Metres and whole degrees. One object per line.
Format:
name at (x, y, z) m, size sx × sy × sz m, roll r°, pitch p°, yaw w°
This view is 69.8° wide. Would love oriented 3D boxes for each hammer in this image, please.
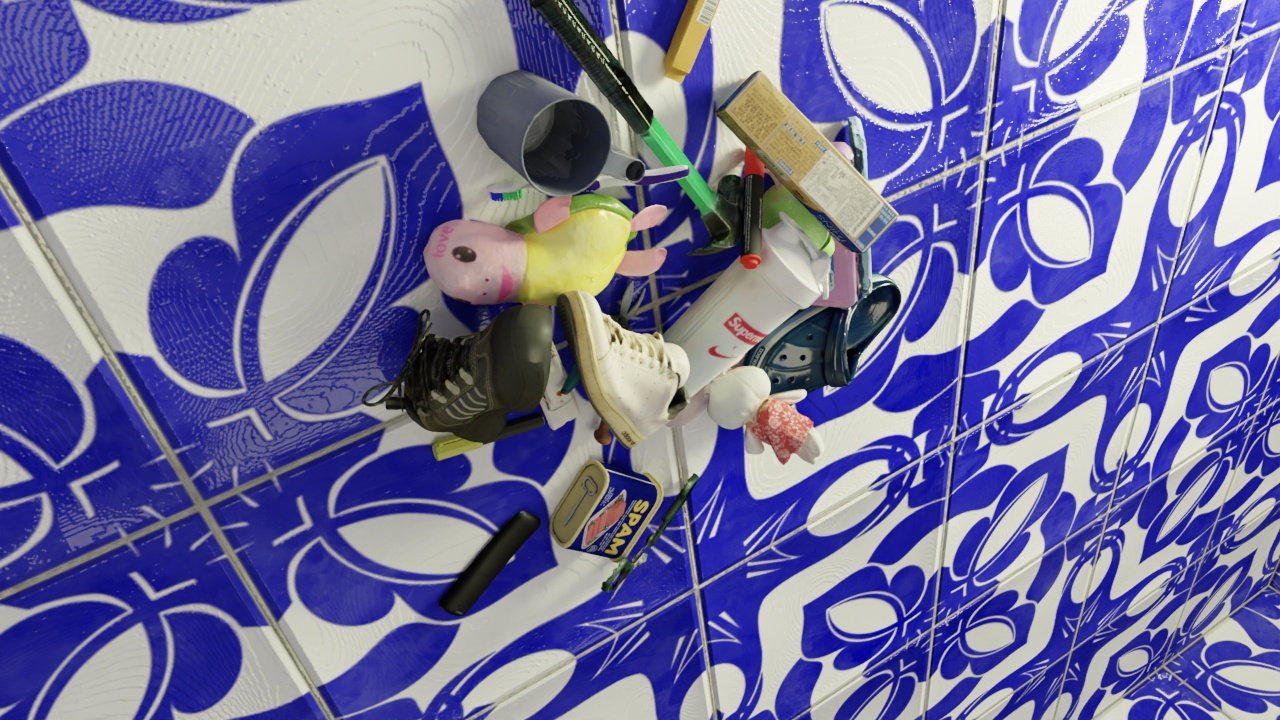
hammer at (0.006, -0.220, 0.857) m, size 0.032 × 0.130 × 0.319 m, roll -15°, pitch 136°, yaw 34°

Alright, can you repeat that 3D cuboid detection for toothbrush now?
toothbrush at (-0.048, -0.162, 0.837) m, size 0.187 × 0.015 × 0.016 m, roll -4°, pitch 129°, yaw 6°

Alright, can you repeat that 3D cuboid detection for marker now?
marker at (-0.160, 0.079, 0.979) m, size 0.123 × 0.017 × 0.021 m, roll -16°, pitch 127°, yaw -27°
marker at (0.116, -0.160, 0.947) m, size 0.021 × 0.144 × 0.023 m, roll -3°, pitch 156°, yaw 18°

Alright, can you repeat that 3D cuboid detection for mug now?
mug at (-0.070, -0.195, 0.800) m, size 0.123 × 0.104 × 0.084 m, roll 8°, pitch 113°, yaw -38°

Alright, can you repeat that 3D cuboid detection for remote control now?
remote control at (-0.175, 0.239, 1.073) m, size 0.152 × 0.020 × 0.041 m, roll -50°, pitch 135°, yaw 2°

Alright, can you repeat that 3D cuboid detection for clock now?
clock at (0.167, -0.149, 1.012) m, size 0.094 × 0.042 × 0.119 m, roll 4°, pitch 131°, yaw 13°

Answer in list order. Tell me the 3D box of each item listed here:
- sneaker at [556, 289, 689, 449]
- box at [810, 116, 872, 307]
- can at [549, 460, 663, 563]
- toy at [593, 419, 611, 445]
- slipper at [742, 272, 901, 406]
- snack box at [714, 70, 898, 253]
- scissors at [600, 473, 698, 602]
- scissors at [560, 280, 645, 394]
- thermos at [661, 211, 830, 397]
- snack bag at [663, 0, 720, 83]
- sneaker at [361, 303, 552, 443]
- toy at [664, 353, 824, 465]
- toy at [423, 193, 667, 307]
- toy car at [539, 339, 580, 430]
sneaker at (-0.005, 0.005, 0.906) m, size 0.102 × 0.088 × 0.242 m, roll -22°, pitch 147°, yaw 2°
box at (0.229, -0.173, 1.068) m, size 0.092 × 0.089 × 0.214 m, roll -62°, pitch 148°, yaw -42°
can at (-0.042, 0.180, 1.102) m, size 0.092 × 0.056 × 0.116 m, roll 23°, pitch 104°, yaw -41°
toy at (-0.019, 0.044, 1.039) m, size 0.054 × 0.041 × 0.102 m, roll 5°, pitch 109°, yaw -12°
slipper at (0.232, -0.018, 1.137) m, size 0.252 × 0.095 × 0.105 m, roll -38°, pitch 136°, yaw -11°
snack box at (0.168, -0.199, 0.932) m, size 0.206 × 0.057 × 0.056 m, roll 43°, pitch 93°, yaw -12°
scissors at (0.010, 0.221, 1.135) m, size 0.201 × 0.015 × 0.201 m, roll -56°, pitch 168°, yaw -4°
scissors at (-0.036, -0.008, 0.988) m, size 0.155 × 0.019 × 0.125 m, roll -44°, pitch 144°, yaw -30°
thermos at (0.107, -0.052, 0.995) m, size 0.099 × 0.099 × 0.221 m, roll 24°, pitch 122°, yaw -42°
snack bag at (0.049, -0.312, 0.864) m, size 0.026 × 0.020 × 0.099 m, roll 11°, pitch 113°, yaw -33°
sneaker at (-0.172, 0.002, 0.830) m, size 0.142 × 0.101 × 0.239 m, roll 11°, pitch 153°, yaw -24°
toy at (0.131, 0.052, 1.068) m, size 0.159 × 0.194 × 0.084 m, roll -59°, pitch 170°, yaw 10°
toy at (-0.082, -0.099, 0.868) m, size 0.237 × 0.087 × 0.191 m, roll -14°, pitch 149°, yaw -21°
toy car at (-0.092, 0.030, 0.978) m, size 0.039 × 0.039 × 0.113 m, roll -30°, pitch 132°, yaw -15°
